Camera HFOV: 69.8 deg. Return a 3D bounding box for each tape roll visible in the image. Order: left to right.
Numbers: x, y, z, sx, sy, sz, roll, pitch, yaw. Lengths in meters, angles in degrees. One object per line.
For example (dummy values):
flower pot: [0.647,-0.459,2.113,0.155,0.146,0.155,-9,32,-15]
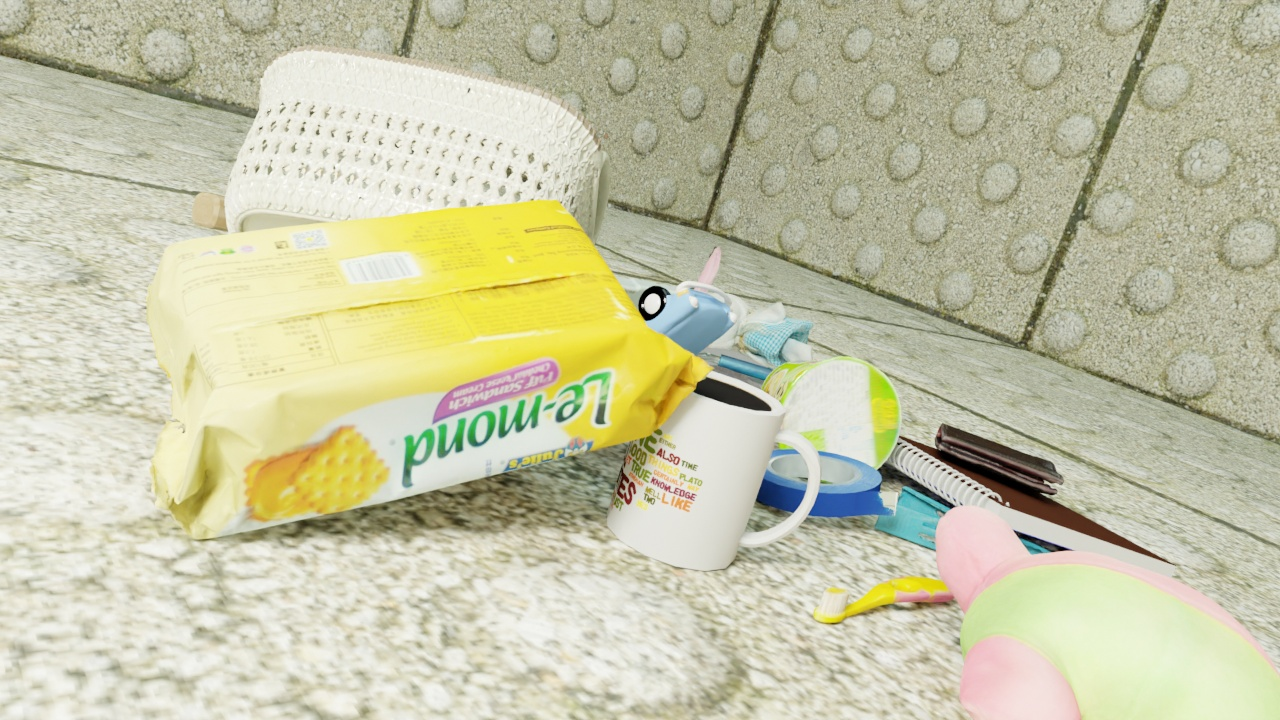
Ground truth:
tape roll: [0.119,0.083,0.632,0.091,0.016,0.093,2,12,-9]

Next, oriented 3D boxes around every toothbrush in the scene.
toothbrush: [0.139,0.128,0.504,0.135,0.016,0.021,6,12,-42]

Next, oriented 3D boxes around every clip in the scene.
clip: [0.234,0.124,0.643,0.127,0.028,0.113,25,16,35]

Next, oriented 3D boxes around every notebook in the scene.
notebook: [0.283,0.105,0.737,0.171,0.022,0.209,20,7,-17]

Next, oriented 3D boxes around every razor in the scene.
razor: [0.099,0.010,0.850,0.144,0.022,0.042,12,18,6]

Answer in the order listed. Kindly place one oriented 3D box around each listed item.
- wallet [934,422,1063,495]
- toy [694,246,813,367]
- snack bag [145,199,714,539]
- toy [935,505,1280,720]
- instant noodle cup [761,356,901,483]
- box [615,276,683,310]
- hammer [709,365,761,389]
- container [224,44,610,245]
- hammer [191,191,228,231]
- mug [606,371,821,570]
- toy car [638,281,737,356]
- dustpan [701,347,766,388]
wallet: [0.302,0.082,0.782,0.099,0.031,0.119,22,6,17]
toy: [0.117,-0.027,1.059,0.105,0.131,0.205,-29,47,-29]
snack bag: [-0.106,-0.014,0.444,0.246,0.068,0.159,-11,41,-25]
toy: [0.212,0.135,0.404,0.192,0.097,0.236,32,9,24]
instant noodle cup: [0.145,0.040,0.747,0.099,0.099,0.108,15,5,-9]
box: [-0.054,-0.055,0.940,0.126,0.075,0.197,2,-2,42]
hammer: [-0.056,-0.007,0.718,0.328,0.052,0.098,21,12,4]
container: [-0.153,-0.097,0.626,0.246,0.185,0.142,11,54,1]
hammer: [-0.250,-0.104,0.846,0.117,0.051,0.322,15,4,34]
mug: [0.043,0.061,0.499,0.105,0.090,0.073,19,12,7]
toy car: [-0.004,0.004,0.608,0.056,0.154,0.054,16,46,-50]
dustpan: [0.107,0.027,0.896,0.257,0.033,0.163,-1,20,-32]
